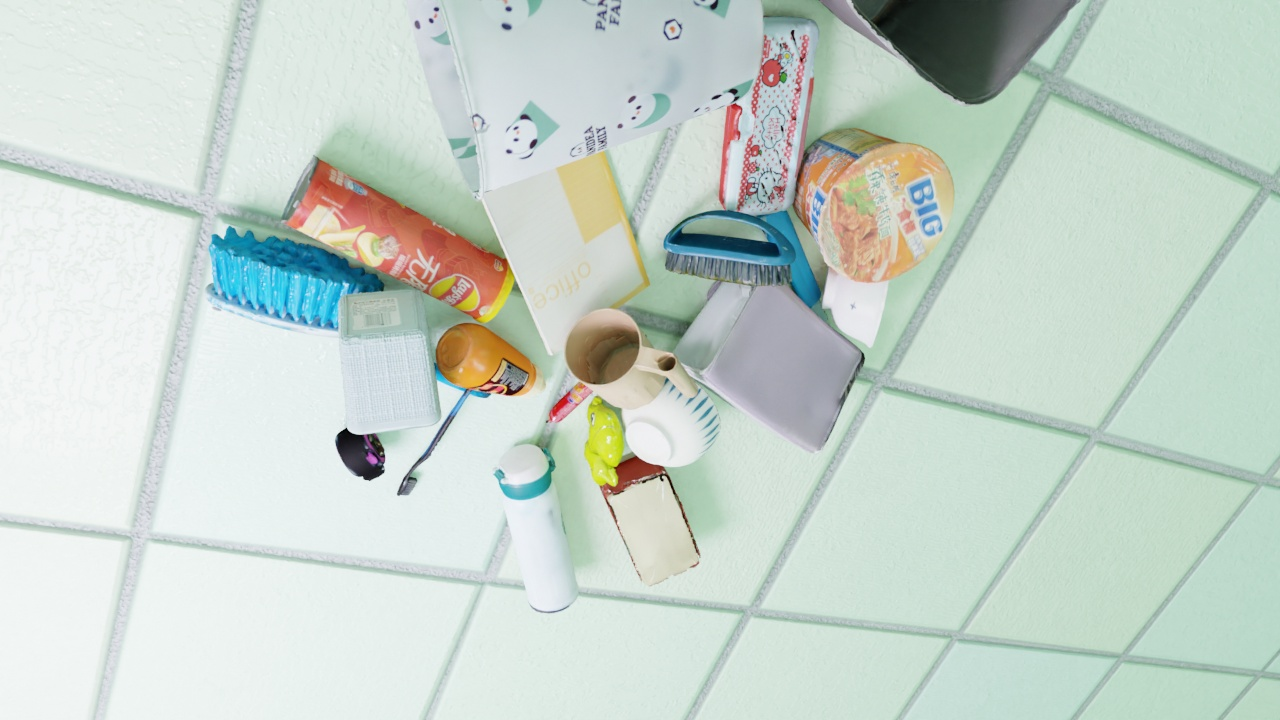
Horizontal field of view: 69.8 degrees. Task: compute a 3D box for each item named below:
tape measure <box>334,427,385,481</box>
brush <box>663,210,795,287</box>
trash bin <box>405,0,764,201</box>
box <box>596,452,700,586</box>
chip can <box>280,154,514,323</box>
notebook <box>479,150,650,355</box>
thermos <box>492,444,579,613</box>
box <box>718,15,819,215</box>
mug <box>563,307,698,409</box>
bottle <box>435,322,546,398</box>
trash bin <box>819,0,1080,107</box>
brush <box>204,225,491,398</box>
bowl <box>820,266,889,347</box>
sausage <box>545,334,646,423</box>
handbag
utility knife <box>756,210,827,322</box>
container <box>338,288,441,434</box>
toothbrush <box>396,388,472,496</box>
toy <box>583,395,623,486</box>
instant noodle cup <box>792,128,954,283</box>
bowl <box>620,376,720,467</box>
[{"bbox_3d":[-0.301,0.096,0.994,0.039,0.057,0.058,-28,147,-2],"label":"tape measure"},{"bbox_3d":[0.092,-0.120,0.959,0.144,0.055,0.074,10,115,22],"label":"brush"},{"bbox_3d":[-0.050,-0.276,0.763,0.251,0.229,0.230,-18,123,-13],"label":"trash bin"},{"bbox_3d":[0.011,0.202,1.143,0.091,0.077,0.168,-23,123,-4],"label":"box"},{"bbox_3d":[-0.229,-0.113,0.886,0.216,0.073,0.073,28,108,-28],"label":"chip can"},{"bbox_3d":[-0.072,-0.125,0.931,0.145,0.010,0.206,-37,127,-24],"label":"notebook"},{"bbox_3d":[-0.122,0.202,1.109,0.073,0.073,0.224,-14,122,-9],"label":"thermos"},{"bbox_3d":[0.131,-0.245,0.934,0.086,0.047,0.201,-5,120,-15],"label":"box"},{"bbox_3d":[-0.006,0.006,0.966,0.103,0.125,0.084,46,59,-65],"label":"mug"},{"bbox_3d":[-0.150,0.009,0.976,0.067,0.066,0.149,-45,146,11],"label":"bottle"},{"bbox_3d":[0.243,-0.366,0.794,0.199,0.219,0.199,29,109,-29],"label":"trash bin"},{"bbox_3d":[-0.278,-0.039,0.929,0.314,0.060,0.110,15,119,-27],"label":"brush"},{"bbox_3d":[0.242,-0.078,1.044,0.065,0.118,0.118,11,119,9],"label":"bowl"},{"bbox_3d":[-0.052,0.021,1.051,0.156,0.020,0.020,-42,123,9],"label":"sausage"},{"bbox_3d":[0.151,-0.004,1.052,0.197,0.098,0.145,35,89,-30],"label":"handbag"},{"bbox_3d":[0.181,-0.102,1.051,0.034,0.018,0.186,-35,126,-3],"label":"utility knife"},{"bbox_3d":[-0.243,-0.003,0.881,0.090,0.089,0.112,-6,130,-14],"label":"container"},{"bbox_3d":[-0.227,0.090,1.023,0.016,0.014,0.190,22,121,-28],"label":"toothbrush"},{"bbox_3d":[-0.042,0.096,1.065,0.031,0.096,0.100,-12,153,-28],"label":"toy"},{"bbox_3d":[0.235,-0.172,0.970,0.151,0.111,0.152,-8,121,-13],"label":"instant noodle cup"},{"bbox_3d":[0.025,0.075,1.042,0.066,0.116,0.117,-46,146,-44],"label":"bowl"}]
